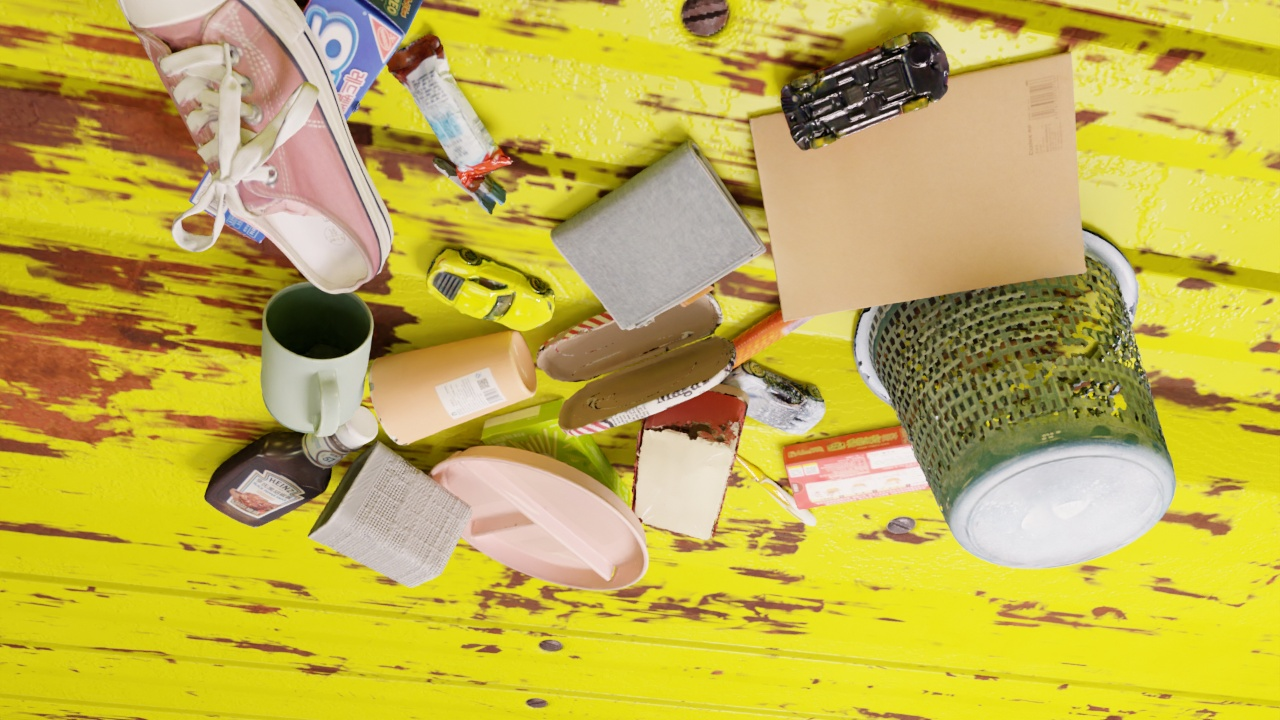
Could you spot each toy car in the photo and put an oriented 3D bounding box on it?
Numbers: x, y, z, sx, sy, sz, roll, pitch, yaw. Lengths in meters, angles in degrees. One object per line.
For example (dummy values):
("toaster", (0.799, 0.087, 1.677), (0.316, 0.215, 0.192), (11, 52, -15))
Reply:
("toy car", (-0.118, -0.051, 0.728), (0.105, 0.032, 0.048), (21, 131, -21))
("toy car", (0.145, -0.175, 0.596), (0.106, 0.031, 0.049), (-18, 103, 21))
("toy car", (0.114, 0.036, 0.812), (0.105, 0.031, 0.049), (22, 131, -19))

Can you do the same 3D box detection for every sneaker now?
("sneaker", (-0.224, -0.129, 0.531), (0.118, 0.087, 0.241), (-9, 129, 15))

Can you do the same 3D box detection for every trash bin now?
("trash bin", (0.291, 0.040, 0.699), (0.226, 0.194, 0.227), (1, 135, 0))

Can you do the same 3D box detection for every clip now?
("clip", (-0.122, -0.129, 0.656), (0.036, 0.025, 0.058), (-37, 119, 24))

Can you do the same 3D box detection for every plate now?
("plate", (-0.098, 0.154, 0.893), (0.229, 0.028, 0.230), (15, 143, 11))

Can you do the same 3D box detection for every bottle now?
("bottle", (-0.328, 0.098, 0.873), (0.195, 0.044, 0.080), (-29, 129, 25))

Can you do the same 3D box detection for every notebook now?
("notebook", (0.192, -0.115, 0.635), (0.212, 0.012, 0.149), (-9, 109, 10))

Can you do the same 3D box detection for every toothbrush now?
("toothbrush", (0.118, 0.119, 0.903), (0.016, 0.018, 0.191), (-30, 125, 29))

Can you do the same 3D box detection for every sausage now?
("sausage", (0.100, -0.020, 0.763), (0.166, 0.021, 0.021), (-34, 125, 30))

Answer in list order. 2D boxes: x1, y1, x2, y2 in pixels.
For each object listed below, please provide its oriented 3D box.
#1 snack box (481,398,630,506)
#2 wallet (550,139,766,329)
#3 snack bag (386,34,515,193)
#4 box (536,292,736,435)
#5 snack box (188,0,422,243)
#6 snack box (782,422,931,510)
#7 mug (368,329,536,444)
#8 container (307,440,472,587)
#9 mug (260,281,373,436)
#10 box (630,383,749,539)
("snack box", (-0.078, 0.103, 0.886), (0.086, 0.026, 0.156), (-15, 133, 16))
("wallet", (0.014, -0.088, 0.682), (0.130, 0.036, 0.106), (-29, 112, 25))
("snack bag", (-0.127, -0.163, 0.614), (0.045, 0.026, 0.105), (-17, 119, 28))
("box", (-0.004, 0.006, 0.746), (0.162, 0.087, 0.076), (-22, 145, 16))
("snack box", (-0.220, -0.166, 0.596), (0.057, 0.058, 0.208), (33, 127, -24))
("snack box", (0.218, 0.101, 0.879), (0.153, 0.025, 0.075), (-12, 135, 13))
("mug", (-0.154, 0.018, 0.771), (0.123, 0.078, 0.078), (-16, 133, 10))
("container", (-0.232, 0.150, 0.865), (0.114, 0.090, 0.090), (36, 144, -17))
("mug", (-0.259, 0.012, 0.738), (0.082, 0.111, 0.107), (-5, 142, -28))
("box", (0.041, 0.097, 0.820), (0.091, 0.078, 0.169), (13, 142, 6))
